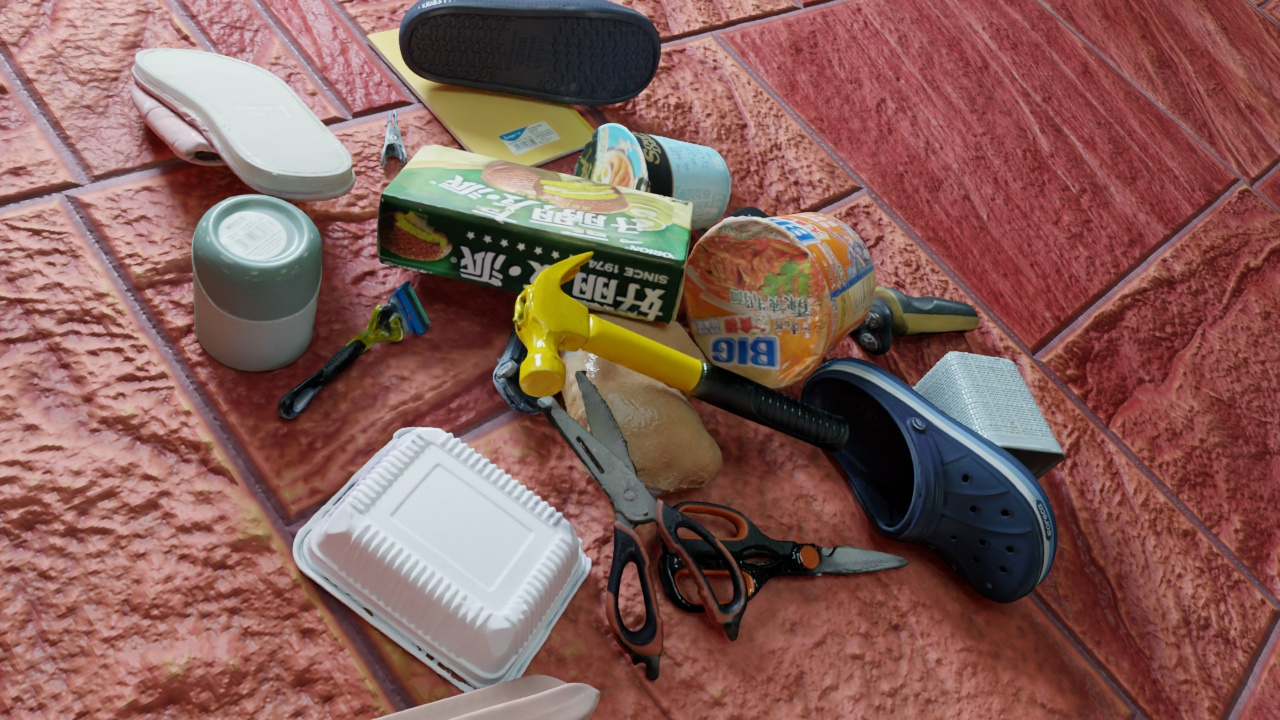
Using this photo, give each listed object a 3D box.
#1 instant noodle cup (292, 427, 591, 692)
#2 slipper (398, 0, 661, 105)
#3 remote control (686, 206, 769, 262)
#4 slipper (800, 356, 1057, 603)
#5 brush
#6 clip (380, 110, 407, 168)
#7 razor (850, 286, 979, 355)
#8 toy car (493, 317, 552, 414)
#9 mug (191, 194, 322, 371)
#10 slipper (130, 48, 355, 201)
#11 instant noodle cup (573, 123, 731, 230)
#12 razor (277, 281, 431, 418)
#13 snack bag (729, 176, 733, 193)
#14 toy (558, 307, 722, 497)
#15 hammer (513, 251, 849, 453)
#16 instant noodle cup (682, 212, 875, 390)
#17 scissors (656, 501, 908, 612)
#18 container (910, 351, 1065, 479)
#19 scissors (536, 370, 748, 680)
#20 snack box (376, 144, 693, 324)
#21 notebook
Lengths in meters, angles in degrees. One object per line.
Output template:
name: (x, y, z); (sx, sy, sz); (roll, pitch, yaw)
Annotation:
instant noodle cup: (-0.123, 0.121, 0.610); (0.173, 0.061, 0.137); (35, 49, 4)
slipper: (-0.105, -0.323, 0.900); (0.267, 0.111, 0.083); (-3, 54, -26)
remote control: (0.087, -0.108, 0.898); (0.053, 0.024, 0.136); (43, 51, 7)
slipper: (0.231, 0.100, 0.758); (0.253, 0.105, 0.095); (45, 49, 11)
brush: (-0.094, 0.225, 0.537); (0.145, 0.073, 0.063); (-7, 59, -31)
clip: (-0.223, -0.196, 0.820); (0.028, 0.024, 0.056); (1, 63, -20)
razor: (0.277, -0.039, 0.924); (0.167, 0.062, 0.067); (-1, 87, -32)
toy car: (-0.088, -0.001, 0.727); (0.049, 0.031, 0.105); (43, 40, -29)
mug: (-0.273, -0.067, 0.645); (0.082, 0.107, 0.111); (-13, 62, -31)
slipper: (-0.315, -0.181, 0.722); (0.114, 0.055, 0.274); (-17, 43, -43)
instant noodle cup: (0.017, -0.161, 0.858); (0.120, 0.111, 0.111); (-7, 59, -38)
razor: (-0.216, -0.004, 0.683); (0.142, 0.022, 0.043); (-49, 128, -37)
snack bag: (0.045, -0.195, 0.941); (0.104, 0.026, 0.048); (22, 36, -10)
toy: (-0.004, 0.004, 0.741); (0.143, 0.083, 0.225); (24, 44, -34)
hammer: (0.040, 0.011, 0.684); (0.300, 0.033, 0.128); (23, 44, -29)
instant noodle cup: (0.128, -0.062, 0.809); (0.111, 0.152, 0.151); (-25, 69, -45)
scissors: (0.118, 0.170, 0.716); (0.234, 0.022, 0.124); (24, 59, -14)
container: (0.308, 0.059, 0.837); (0.090, 0.090, 0.111); (8, 50, -20)
scissors: (-0.005, 0.118, 0.642); (0.197, 0.015, 0.213); (18, 77, -20)
snack box: (-0.079, -0.104, 0.744); (0.240, 0.063, 0.114); (13, 33, 0)
notebook: (-0.153, -0.269, 0.914); (0.145, 0.010, 0.206); (-32, 73, -38)
